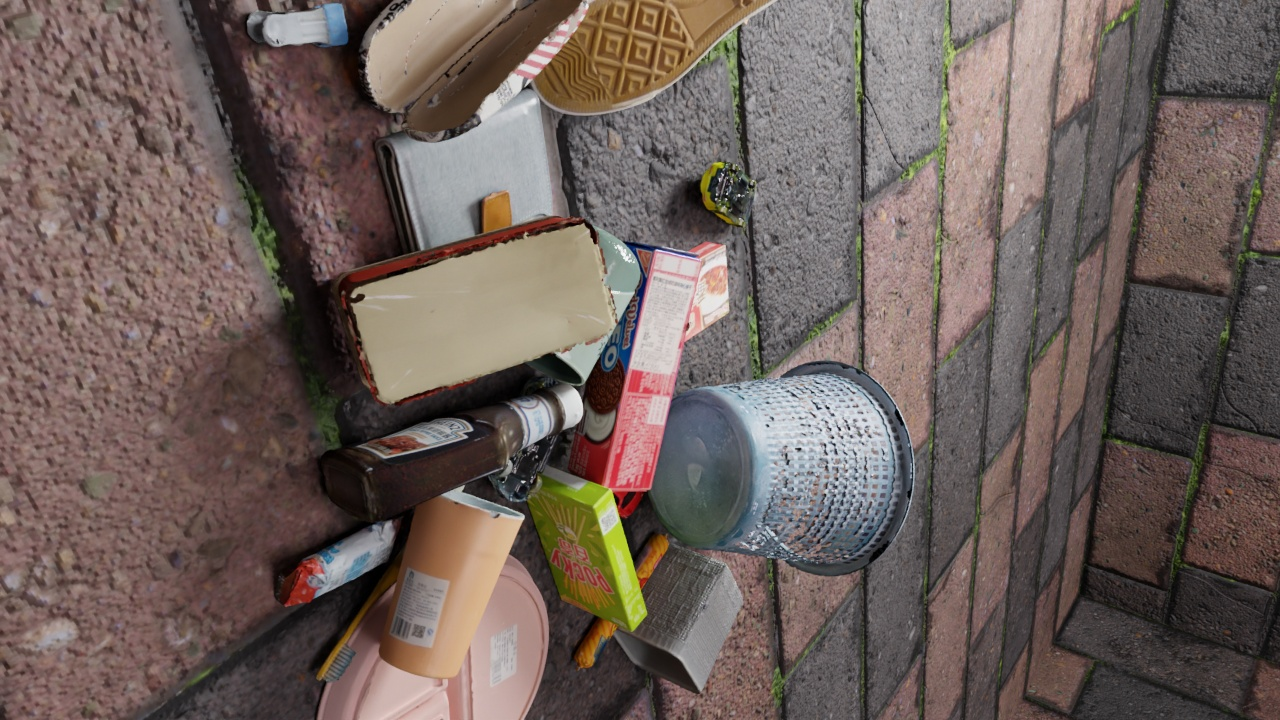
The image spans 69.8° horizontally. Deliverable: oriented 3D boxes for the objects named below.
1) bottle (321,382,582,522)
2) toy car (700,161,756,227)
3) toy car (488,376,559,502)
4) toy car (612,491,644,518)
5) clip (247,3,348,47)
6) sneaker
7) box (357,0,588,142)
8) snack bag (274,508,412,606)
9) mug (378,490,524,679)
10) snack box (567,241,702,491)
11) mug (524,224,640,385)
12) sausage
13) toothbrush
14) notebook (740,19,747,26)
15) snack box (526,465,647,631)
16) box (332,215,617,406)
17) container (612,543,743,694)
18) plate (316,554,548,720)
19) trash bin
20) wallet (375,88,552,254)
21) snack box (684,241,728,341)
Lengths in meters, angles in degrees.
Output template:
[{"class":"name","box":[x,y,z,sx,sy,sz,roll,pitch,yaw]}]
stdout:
[{"class":"bottle","box":[-0.124,0.058,0.658,0.194,0.080,0.044,-20,112,-42]},{"class":"toy car","box":[0.084,-0.161,0.891,0.105,0.032,0.048,11,94,-65]},{"class":"toy car","box":[-0.092,0.064,0.748,0.049,0.031,0.105,39,67,-47]},{"class":"toy car","box":[-0.023,0.112,0.858,0.049,0.031,0.106,-57,142,-20]},{"class":"clip","box":[-0.197,-0.192,0.529,0.057,0.036,0.025,-30,128,-48]},{"class":"sneaker","box":[0.009,-0.268,0.711,0.240,0.088,0.118,-35,120,-12]},{"class":"box","box":[-0.109,-0.214,0.589,0.162,0.076,0.087,-53,133,-23]},{"class":"snack bag","box":[-0.202,0.137,0.635,0.105,0.026,0.045,-23,145,-50]},{"class":"mug","box":[-0.139,0.158,0.657,0.078,0.078,0.122,27,78,-53]},{"class":"snack box","box":[-0.005,0.005,0.777,0.058,0.057,0.207,7,99,-39]},{"class":"mug","box":[-0.053,-0.041,0.725,0.106,0.082,0.112,-62,163,-16]},{"class":"sausage","box":[-0.018,0.239,0.919,0.164,0.021,0.021,-54,139,-24]},{"class":"toothbrush","box":[-0.176,0.153,0.682,0.191,0.018,0.016,-57,178,-23]},{"class":"notebook","box":[0.091,-0.432,0.814,0.149,0.012,0.211,21,86,-54]},{"class":"snack box","box":[-0.048,0.164,0.799,0.026,0.086,0.156,-43,134,-37]},{"class":"box","box":[-0.103,-0.033,0.597,0.168,0.078,0.091,-19,108,-18]},{"class":"container","box":[0.043,0.264,0.953,0.114,0.090,0.090,-54,140,-29]},{"class":"plate","box":[-0.156,0.265,0.746,0.228,0.028,0.230,-22,119,-47]},{"class":"trash bin","box":[0.121,0.105,0.912,0.194,0.227,0.226,6,98,-40]},{"class":"wallet","box":[-0.114,-0.122,0.645,0.129,0.037,0.107,-34,128,-39]},{"class":"snack box","box":[0.030,-0.053,0.867,0.152,0.025,0.075,-32,127,-42]}]
